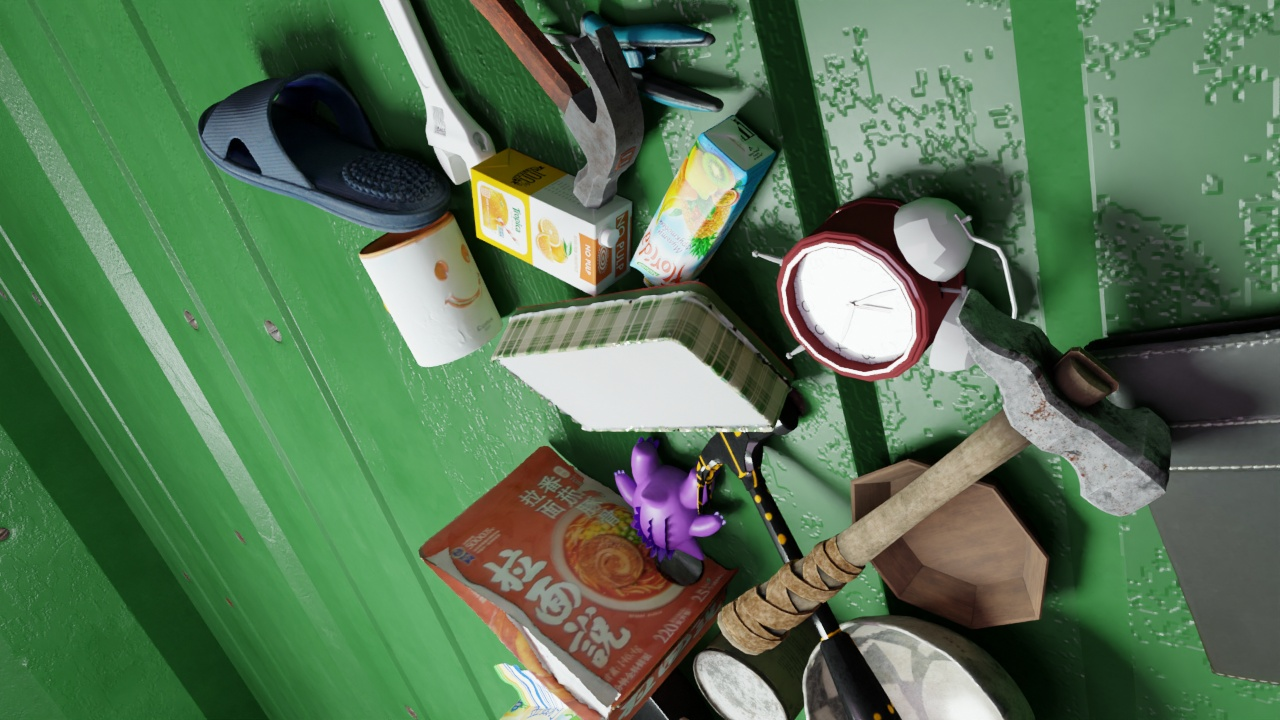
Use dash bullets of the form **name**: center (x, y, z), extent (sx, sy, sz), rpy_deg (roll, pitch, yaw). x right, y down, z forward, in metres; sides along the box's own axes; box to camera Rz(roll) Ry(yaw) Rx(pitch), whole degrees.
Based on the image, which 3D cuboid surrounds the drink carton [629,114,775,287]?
- **drink carton**: center (0.035, -0.089, 0.563), extent (0.044, 0.038, 0.129), rpy_deg (44, 142, 9)

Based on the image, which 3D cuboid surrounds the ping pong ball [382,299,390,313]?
- **ping pong ball**: center (-0.215, -0.058, 0.840), extent (0.040, 0.040, 0.040), rpy_deg (27, 137, 28)

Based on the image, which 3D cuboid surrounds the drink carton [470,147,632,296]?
- **drink carton**: center (-0.061, -0.098, 0.651), extent (0.122, 0.040, 0.059), rpy_deg (28, 137, 27)

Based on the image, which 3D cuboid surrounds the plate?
- **plate**: center (0.195, 0.111, 0.577), extent (0.131, 0.025, 0.131), rpy_deg (27, 137, 28)

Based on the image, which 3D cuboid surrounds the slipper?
- **slipper**: center (-0.266, -0.184, 0.742), extent (0.264, 0.101, 0.083), rpy_deg (27, 137, 23)

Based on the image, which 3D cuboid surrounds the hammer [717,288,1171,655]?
- **hammer**: center (0.136, 0.095, 0.523), extent (0.121, 0.048, 0.320), rpy_deg (39, 133, 3)

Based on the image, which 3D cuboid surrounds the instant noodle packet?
- **instant noodle packet**: center (-0.055, 0.180, 0.777), extent (0.221, 0.164, 0.084), rpy_deg (35, 142, 20)

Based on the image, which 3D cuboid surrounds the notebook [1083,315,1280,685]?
- **notebook**: center (0.321, 0.072, 0.418), extent (0.170, 0.029, 0.209), rpy_deg (-10, 116, 51)

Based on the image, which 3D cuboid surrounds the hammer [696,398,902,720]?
- **hammer**: center (0.127, 0.186, 0.619), extent (0.124, 0.036, 0.320), rpy_deg (-45, 64, 47)

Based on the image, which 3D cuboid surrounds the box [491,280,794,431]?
- **box**: center (-0.004, 0.004, 0.643), extent (0.117, 0.050, 0.206), rpy_deg (38, 153, -32)

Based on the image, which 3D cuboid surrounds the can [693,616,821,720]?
- **can**: center (0.101, 0.248, 0.748), extent (0.090, 0.074, 0.090), rpy_deg (27, 135, 30)

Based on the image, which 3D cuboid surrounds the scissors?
- **scissors**: center (-0.007, -0.183, 0.543), extent (0.126, 0.019, 0.145), rpy_deg (53, 148, -4)

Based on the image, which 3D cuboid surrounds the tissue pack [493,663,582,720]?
- **tissue pack**: center (-0.107, 0.410, 1.067), extent (0.198, 0.120, 0.141), rpy_deg (-27, 101, 46)

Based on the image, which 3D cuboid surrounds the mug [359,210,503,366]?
- **mug**: center (-0.172, -0.059, 0.762), extent (0.082, 0.082, 0.105), rpy_deg (1, 122, 45)

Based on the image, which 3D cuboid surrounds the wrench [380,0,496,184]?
- **wrench**: center (-0.172, -0.249, 0.653), extent (0.066, 0.018, 0.273), rpy_deg (4, 122, 54)

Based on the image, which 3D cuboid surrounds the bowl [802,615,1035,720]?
- **bowl**: center (0.204, 0.252, 0.633), extent (0.179, 0.081, 0.178), rpy_deg (18, 114, 45)

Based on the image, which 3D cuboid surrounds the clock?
- **clock**: center (0.133, -0.038, 0.497), extent (0.138, 0.048, 0.096), rpy_deg (2, 122, 46)

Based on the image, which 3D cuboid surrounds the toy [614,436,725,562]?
- **toy**: center (0.020, 0.119, 0.736), extent (0.106, 0.055, 0.088), rpy_deg (20, 134, 29)

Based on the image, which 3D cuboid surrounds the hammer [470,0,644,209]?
- **hammer**: center (-0.102, -0.238, 0.574), extent (0.300, 0.028, 0.111), rpy_deg (51, 155, 6)

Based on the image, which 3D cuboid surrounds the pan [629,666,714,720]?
- **pan**: center (0.035, 0.319, 0.829), extent (0.204, 0.044, 0.356), rpy_deg (58, 157, -17)
